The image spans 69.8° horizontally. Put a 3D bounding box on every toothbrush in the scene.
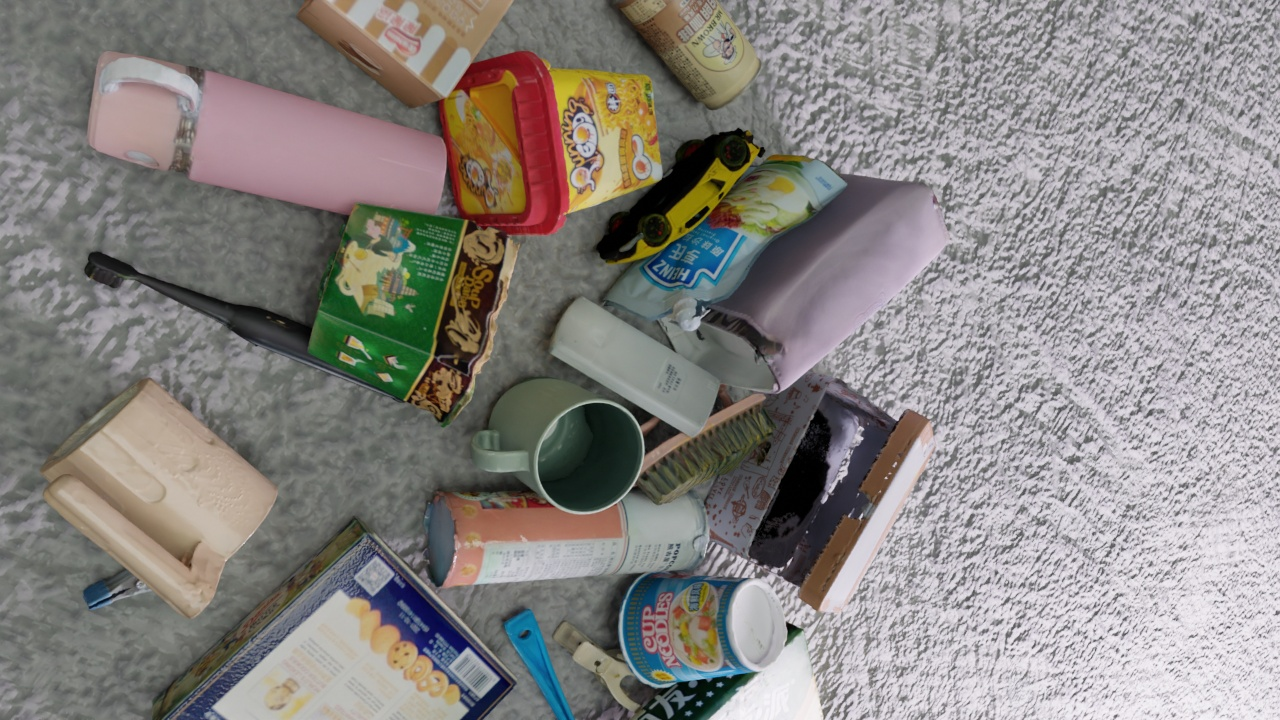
[{"bbox_3d":[-0.246,-0.020,0.598,0.212,0.026,0.027,25,126,-30],"label":"toothbrush"}]

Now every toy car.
[{"bbox_3d":[0.029,-0.124,0.708,0.155,0.071,0.041,-45,114,-12],"label":"toy car"}]

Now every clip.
[{"bbox_3d":[-0.033,0.255,0.775,0.103,0.076,0.034,40,80,-20],"label":"clip"},{"bbox_3d":[-0.324,0.142,0.587,0.056,0.024,0.028,-23,114,-31],"label":"clip"}]

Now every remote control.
[{"bbox_3d":[-0.004,0.004,0.703,0.135,0.019,0.056,30,49,-7],"label":"remote control"}]

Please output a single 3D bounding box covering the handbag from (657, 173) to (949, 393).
[{"bbox_3d":[0.129,-0.062,0.734,0.196,0.145,0.098,-39,114,-17],"label":"handbag"}]

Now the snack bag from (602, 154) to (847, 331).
[{"bbox_3d":[0.063,-0.093,0.711,0.190,0.110,0.039,-42,135,-19],"label":"snack bag"}]

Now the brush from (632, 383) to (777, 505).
[{"bbox_3d":[0.039,0.064,0.739,0.145,0.063,0.073,-23,71,-40],"label":"brush"}]

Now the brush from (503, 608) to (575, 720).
[{"bbox_3d":[-0.057,0.315,0.767,0.083,0.046,0.255,-27,108,-19],"label":"brush"}]

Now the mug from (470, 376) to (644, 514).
[{"bbox_3d":[-0.071,0.059,0.664,0.111,0.106,0.082,-7,104,-29],"label":"mug"}]

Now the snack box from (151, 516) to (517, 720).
[{"bbox_3d":[-0.210,0.237,0.656,0.182,0.046,0.178,-43,117,-16],"label":"snack box"}]

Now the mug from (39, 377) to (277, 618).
[{"bbox_3d":[-0.286,0.081,0.539,0.084,0.124,0.103,-36,115,4],"label":"mug"}]

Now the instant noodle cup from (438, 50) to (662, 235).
[{"bbox_3d":[-0.057,-0.152,0.636,0.123,0.116,0.116,-19,108,-38],"label":"instant noodle cup"}]

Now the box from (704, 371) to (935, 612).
[{"bbox_3d":[0.173,0.122,0.787,0.148,0.158,0.181,31,83,-29],"label":"box"}]

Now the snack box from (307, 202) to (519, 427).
[{"bbox_3d":[-0.151,-0.036,0.595,0.105,0.118,0.118,19,65,-17],"label":"snack box"}]

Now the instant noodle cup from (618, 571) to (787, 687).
[{"bbox_3d":[0.054,0.215,0.747,0.099,0.110,0.099,18,64,-41],"label":"instant noodle cup"}]

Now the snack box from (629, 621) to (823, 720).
[{"bbox_3d":[0.058,0.331,0.788,0.239,0.063,0.114,-29,113,-37],"label":"snack box"}]

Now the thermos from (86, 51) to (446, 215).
[{"bbox_3d":[-0.218,-0.134,0.556,0.198,0.087,0.067,11,74,-32],"label":"thermos"}]

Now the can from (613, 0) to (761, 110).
[{"bbox_3d":[0.036,-0.250,0.694,0.116,0.058,0.058,43,78,-29],"label":"can"}]

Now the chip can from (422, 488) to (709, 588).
[{"bbox_3d":[-0.055,0.134,0.710,0.214,0.071,0.071,3,98,-30],"label":"chip can"}]

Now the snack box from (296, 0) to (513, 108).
[{"bbox_3d":[-0.147,-0.229,0.583,0.092,0.077,0.094,37,80,-30],"label":"snack box"}]
